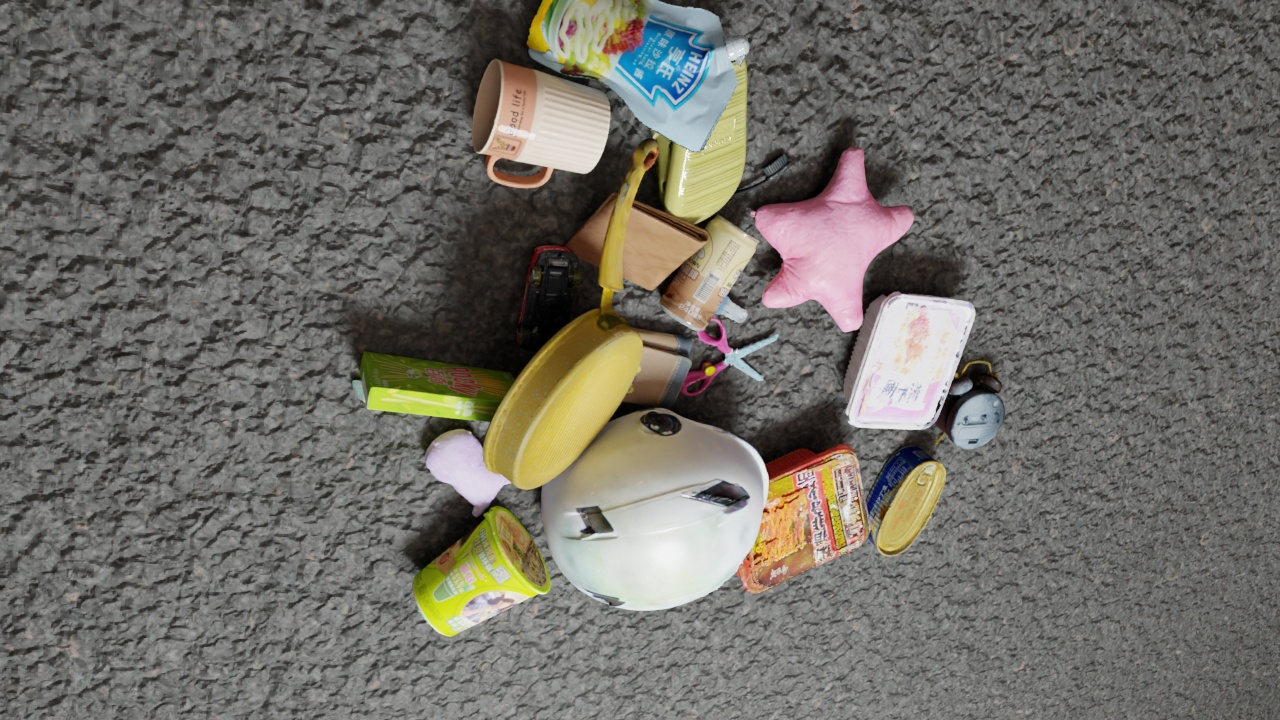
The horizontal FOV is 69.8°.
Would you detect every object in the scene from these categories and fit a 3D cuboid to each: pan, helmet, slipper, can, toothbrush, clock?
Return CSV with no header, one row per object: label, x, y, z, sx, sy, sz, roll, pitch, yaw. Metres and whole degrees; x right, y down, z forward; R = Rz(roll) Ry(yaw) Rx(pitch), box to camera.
pan,-0.048,-0.035,0.874,0.358,0.078,0.197,-60,163,20
helmet,0.014,0.181,1.000,0.259,0.145,0.229,-3,120,6
slipper,0.053,-0.226,0.897,0.091,0.081,0.191,-21,137,-26
can,0.073,-0.093,0.979,0.058,0.058,0.116,26,103,-30
toothbrush,0.080,-0.166,0.974,0.189,0.014,0.018,-32,112,-4
can,0.350,0.188,1.229,0.074,0.049,0.148,12,109,-26
clock,0.427,0.057,1.194,0.082,0.055,0.122,-1,114,-20

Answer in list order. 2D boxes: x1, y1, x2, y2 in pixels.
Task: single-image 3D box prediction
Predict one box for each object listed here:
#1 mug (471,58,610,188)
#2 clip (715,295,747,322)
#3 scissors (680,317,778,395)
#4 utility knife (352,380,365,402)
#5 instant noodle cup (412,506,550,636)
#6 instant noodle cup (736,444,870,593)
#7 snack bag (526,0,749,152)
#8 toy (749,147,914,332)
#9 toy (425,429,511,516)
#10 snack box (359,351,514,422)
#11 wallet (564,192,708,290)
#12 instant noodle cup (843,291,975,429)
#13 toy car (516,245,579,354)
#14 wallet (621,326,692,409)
mug,-0.097,-0.209,0.848,0.105,0.081,0.115,7,131,-26
clip,0.099,-0.058,1.030,0.058,0.045,0.027,31,97,-40
scissors,0.100,-0.008,1.054,0.133,0.017,0.131,-25,127,-10
utility knife,-0.206,0.039,0.961,0.187,0.020,0.031,4,129,-28
instant noodle cup,-0.182,0.241,1.017,0.123,0.111,0.112,-33,122,5
instant noodle cup,0.186,0.190,1.148,0.188,0.079,0.165,-23,120,-11
snack bag,-0.001,-0.275,0.809,0.191,0.039,0.110,32,91,10
toy,0.203,-0.138,1.003,0.178,0.074,0.195,20,103,-17
toy,-0.182,0.115,0.990,0.084,0.039,0.108,-43,121,2
snack box,-0.196,0.029,0.916,0.156,0.085,0.026,9,110,-24
wallet,-0.006,-0.118,0.928,0.115,0.020,0.101,21,143,-26
instant noodle cup,0.316,-0.006,1.117,0.138,0.060,0.174,4,114,-23
toy car,-0.095,-0.062,0.936,0.053,0.045,0.121,4,119,-21
wallet,-0.006,0.006,1.013,0.115,0.033,0.090,12,110,-22
